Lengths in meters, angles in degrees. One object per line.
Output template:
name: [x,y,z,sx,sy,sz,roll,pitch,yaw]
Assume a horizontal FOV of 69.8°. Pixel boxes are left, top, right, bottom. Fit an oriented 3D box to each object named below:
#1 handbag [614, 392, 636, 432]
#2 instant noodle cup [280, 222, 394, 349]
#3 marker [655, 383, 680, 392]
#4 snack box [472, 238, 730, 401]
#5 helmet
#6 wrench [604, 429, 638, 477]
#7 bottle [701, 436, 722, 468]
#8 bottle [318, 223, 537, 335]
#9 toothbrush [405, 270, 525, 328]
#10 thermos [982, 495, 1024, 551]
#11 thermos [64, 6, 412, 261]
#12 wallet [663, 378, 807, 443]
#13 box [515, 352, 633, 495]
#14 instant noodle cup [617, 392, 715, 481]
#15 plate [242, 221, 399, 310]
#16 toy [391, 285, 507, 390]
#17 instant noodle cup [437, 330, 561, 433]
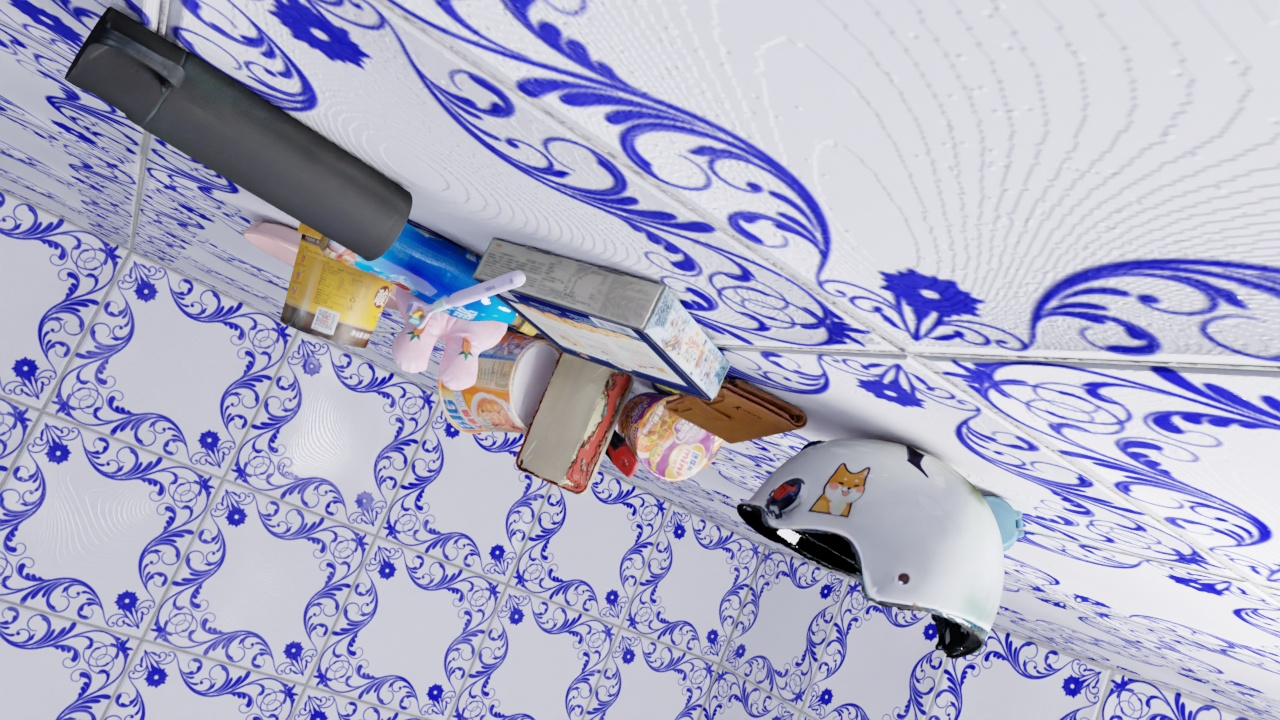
handbag: [-0.045,0.075,1.328,0.134,0.075,0.193,8,163,42]
instant noodle cup: [-0.323,-0.080,0.988,0.118,0.114,0.118,19,179,0]
marker: [-0.006,0.006,1.053,0.124,0.018,0.015,24,168,0]
snack box: [-0.030,-0.034,0.827,0.178,0.045,0.182,18,168,28]
helmet: [0.242,0.160,0.914,0.230,0.156,0.274,39,172,-36]
wrench: [-0.082,0.064,1.215,0.016,0.056,0.273,4,-153,-42]
bottle: [0.085,0.107,1.259,0.067,0.066,0.150,23,162,0]
bottle: [-0.192,-0.084,0.877,0.218,0.065,0.065,27,169,-22]
toothbrush: [-0.155,-0.055,0.801,0.190,0.021,0.029,-11,102,49]
thermos: [0.375,0.193,1.042,0.070,0.070,0.220,21,169,14]
thermos: [-0.284,-0.159,0.680,0.242,0.068,0.090,32,171,-38]
wallet: [0.099,0.055,0.988,0.107,0.031,0.132,27,157,-21]
box: [-0.084,0.073,1.138,0.091,0.168,0.075,18,171,30]
instant noodle cup: [0.027,0.090,1.186,0.111,0.111,0.099,28,178,-26]
plate: [-0.424,-0.130,1.249,0.229,0.028,0.229,22,170,4]
toy: [-0.194,-0.039,0.930,0.121,0.159,0.054,22,132,-20]
instant noodle cup: [-0.171,0.028,1.196,0.112,0.151,0.151,7,162,32]
